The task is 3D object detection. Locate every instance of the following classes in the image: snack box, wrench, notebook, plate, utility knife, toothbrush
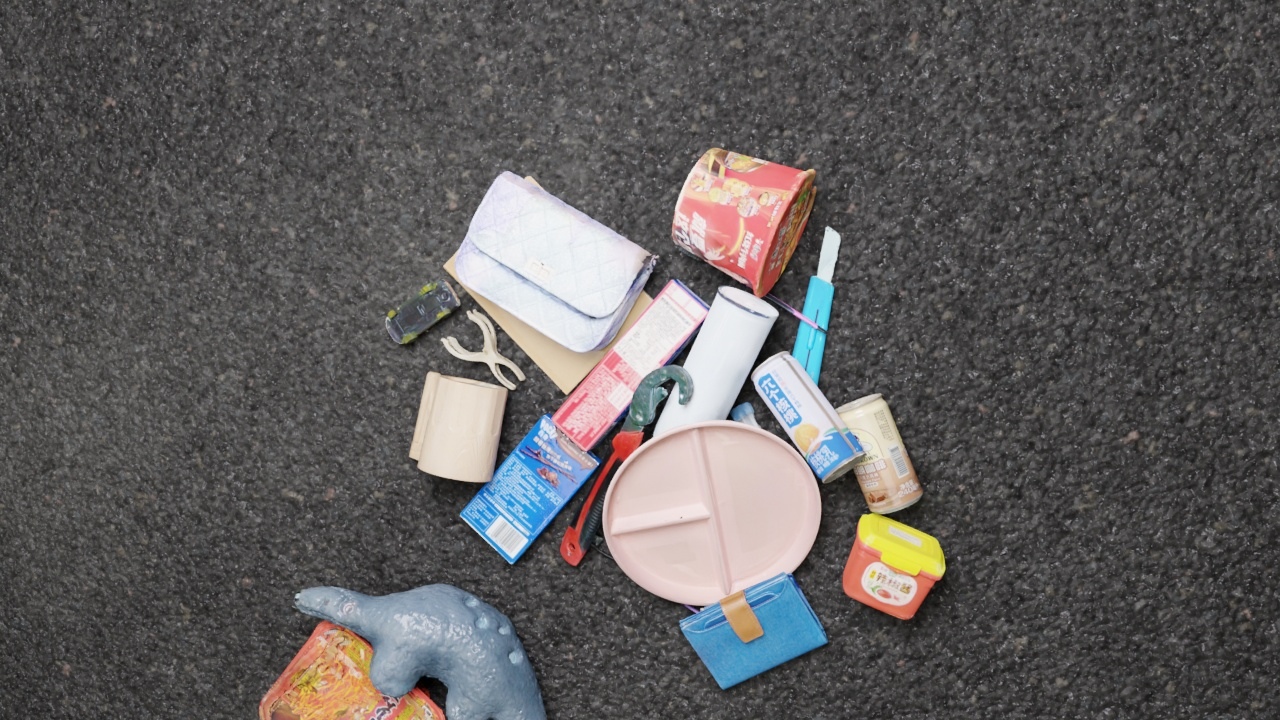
[{"bbox_3d":[-0.124,0.145,1.043,0.084,0.026,0.157,42,99,6],"label":"snack box"},{"bbox_3d":[-0.006,0.006,1.002,0.058,0.057,0.208,43,99,8],"label":"snack box"},{"bbox_3d":[-0.024,0.114,0.987,0.056,0.016,0.274,43,116,27],"label":"wrench"},{"bbox_3d":[0.261,0.215,0.958,0.091,0.081,0.080,22,109,9],"label":"snack box"},{"bbox_3d":[-0.105,-0.085,1.039,0.148,0.008,0.207,-45,85,9],"label":"notebook"},{"bbox_3d":[0.075,0.161,0.970,0.229,0.028,0.230,0,114,-1],"label":"plate"},{"bbox_3d":[0.187,-0.044,0.986,0.034,0.018,0.199,11,93,9],"label":"utility knife"},{"bbox_3d":[0.119,-0.078,0.989,0.189,0.014,0.018,35,108,13],"label":"toothbrush"},{"bbox_3d":[0.007,0.241,1.032,0.189,0.014,0.016,33,85,7],"label":"toothbrush"}]

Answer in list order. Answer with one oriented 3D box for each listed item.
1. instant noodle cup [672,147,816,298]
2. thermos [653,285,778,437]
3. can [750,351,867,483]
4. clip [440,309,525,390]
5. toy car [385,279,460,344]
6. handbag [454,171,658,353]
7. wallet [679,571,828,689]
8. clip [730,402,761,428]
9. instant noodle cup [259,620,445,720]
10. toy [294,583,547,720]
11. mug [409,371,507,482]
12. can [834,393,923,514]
[{"bbox_3d":[0.103,-0.147,0.942,0.108,0.137,0.138,26,96,16],"label":"instant noodle cup"},{"bbox_3d":[0.070,0.036,0.969,0.073,0.073,0.225,26,109,8],"label":"thermos"},{"bbox_3d":[0.171,0.057,0.944,0.053,0.053,0.134,-37,69,9],"label":"can"},{"bbox_3d":[-0.170,-0.020,1.041,0.103,0.035,0.092,22,97,4],"label":"clip"},{"bbox_3d":[-0.249,-0.054,1.051,0.090,0.035,0.042,-33,85,10],"label":"toy car"},{"bbox_3d":[-0.095,-0.102,0.993,0.194,0.075,0.134,30,97,6],"label":"handbag"},{"bbox_3d":[0.123,0.292,0.992,0.133,0.040,0.106,-28,109,10],"label":"wallet"},{"bbox_3d":[0.121,0.074,1.003,0.025,0.031,0.057,-30,79,7],"label":"clip"},{"bbox_3d":[-0.329,0.404,1.064,0.189,0.079,0.164,41,98,5],"label":"instant noodle cup"},{"bbox_3d":[-0.214,0.328,1.024,0.356,0.091,0.137,33,72,0],"label":"toy"},{"bbox_3d":[-0.209,0.072,1.029,0.125,0.084,0.103,13,91,42],"label":"mug"},{"bbox_3d":[0.248,0.098,0.960,0.058,0.058,0.116,-23,89,10],"label":"can"}]
